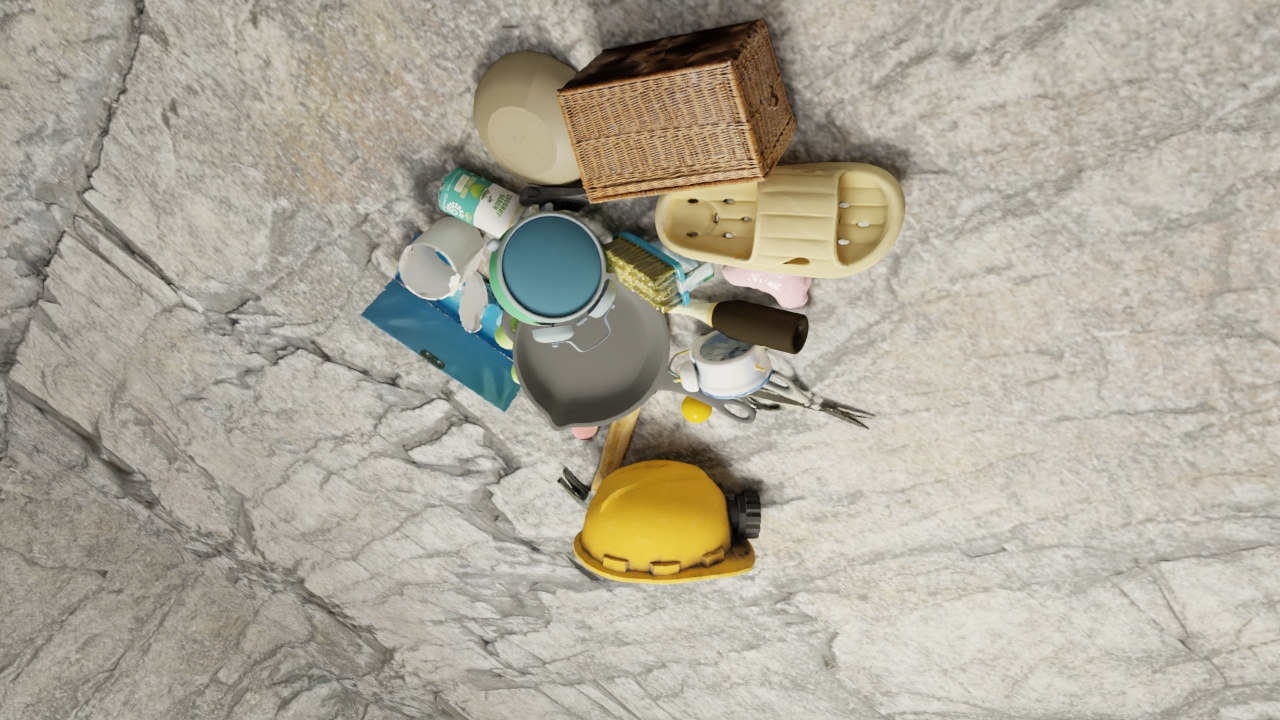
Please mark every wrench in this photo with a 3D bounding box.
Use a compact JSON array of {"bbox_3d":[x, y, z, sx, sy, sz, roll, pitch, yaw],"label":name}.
[{"bbox_3d":[-0.025,-0.180,0.965,0.274,0.018,0.073,-1,173,39],"label":"wrench"}]

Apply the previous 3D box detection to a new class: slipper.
[{"bbox_3d":[0.121,-0.137,0.899,0.262,0.079,0.111,6,103,30],"label":"slipper"}]

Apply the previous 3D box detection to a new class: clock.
[{"bbox_3d":[0.093,0.002,1.077,0.126,0.088,0.052,-4,125,24],"label":"clock"},{"bbox_3d":[-0.093,-0.084,1.020,0.161,0.121,0.075,57,165,-9],"label":"clock"}]

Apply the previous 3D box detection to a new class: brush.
[{"bbox_3d":[0.013,-0.111,1.022,0.136,0.075,0.055,37,152,44],"label":"brush"}]

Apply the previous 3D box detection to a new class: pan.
[{"bbox_3d":[-0.006,0.006,1.122,0.354,0.216,0.024,24,-177,-21],"label":"pan"}]

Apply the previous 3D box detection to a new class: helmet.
[{"bbox_3d":[0.036,0.206,1.269,0.255,0.205,0.131,1,106,-3],"label":"helmet"}]

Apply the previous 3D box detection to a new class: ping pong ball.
[{"bbox_3d":[0.073,0.061,1.187,0.040,0.040,0.040,16,138,15],"label":"ping pong ball"}]

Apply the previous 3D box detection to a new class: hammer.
[{"bbox_3d":[-0.040,0.130,1.334,0.132,0.033,0.331,25,139,6],"label":"hammer"}]

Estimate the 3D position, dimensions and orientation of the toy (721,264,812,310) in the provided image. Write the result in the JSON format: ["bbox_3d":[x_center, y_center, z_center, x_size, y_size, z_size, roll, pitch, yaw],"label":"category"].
[{"bbox_3d":[0.146,-0.102,0.967,0.099,0.052,0.096,23,134,-7],"label":"toy"}]

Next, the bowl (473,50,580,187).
[{"bbox_3d":[-0.114,-0.244,0.971,0.152,0.050,0.153,16,138,15],"label":"bowl"}]

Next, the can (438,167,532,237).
[{"bbox_3d":[-0.182,-0.182,1.072,0.101,0.054,0.055,26,140,4],"label":"can"}]

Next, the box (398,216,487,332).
[{"bbox_3d":[-0.219,-0.105,1.101,0.136,0.146,0.084,29,122,-1],"label":"box"}]

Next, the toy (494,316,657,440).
[{"bbox_3d":[-0.086,-0.004,1.158,0.197,0.150,0.107,55,171,-30],"label":"toy"}]

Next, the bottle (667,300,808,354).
[{"bbox_3d":[0.099,-0.049,1.047,0.185,0.045,0.045,16,139,32],"label":"bottle"}]

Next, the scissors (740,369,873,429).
[{"bbox_3d":[0.197,0.054,1.128,0.165,0.012,0.151,36,147,-24],"label":"scissors"}]

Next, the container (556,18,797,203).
[{"bbox_3d":[0.034,-0.230,0.853,0.199,0.113,0.113,-1,127,28],"label":"container"}]

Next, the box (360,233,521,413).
[{"bbox_3d":[-0.235,-0.046,1.200,0.231,0.112,0.094,36,140,-8],"label":"box"}]
